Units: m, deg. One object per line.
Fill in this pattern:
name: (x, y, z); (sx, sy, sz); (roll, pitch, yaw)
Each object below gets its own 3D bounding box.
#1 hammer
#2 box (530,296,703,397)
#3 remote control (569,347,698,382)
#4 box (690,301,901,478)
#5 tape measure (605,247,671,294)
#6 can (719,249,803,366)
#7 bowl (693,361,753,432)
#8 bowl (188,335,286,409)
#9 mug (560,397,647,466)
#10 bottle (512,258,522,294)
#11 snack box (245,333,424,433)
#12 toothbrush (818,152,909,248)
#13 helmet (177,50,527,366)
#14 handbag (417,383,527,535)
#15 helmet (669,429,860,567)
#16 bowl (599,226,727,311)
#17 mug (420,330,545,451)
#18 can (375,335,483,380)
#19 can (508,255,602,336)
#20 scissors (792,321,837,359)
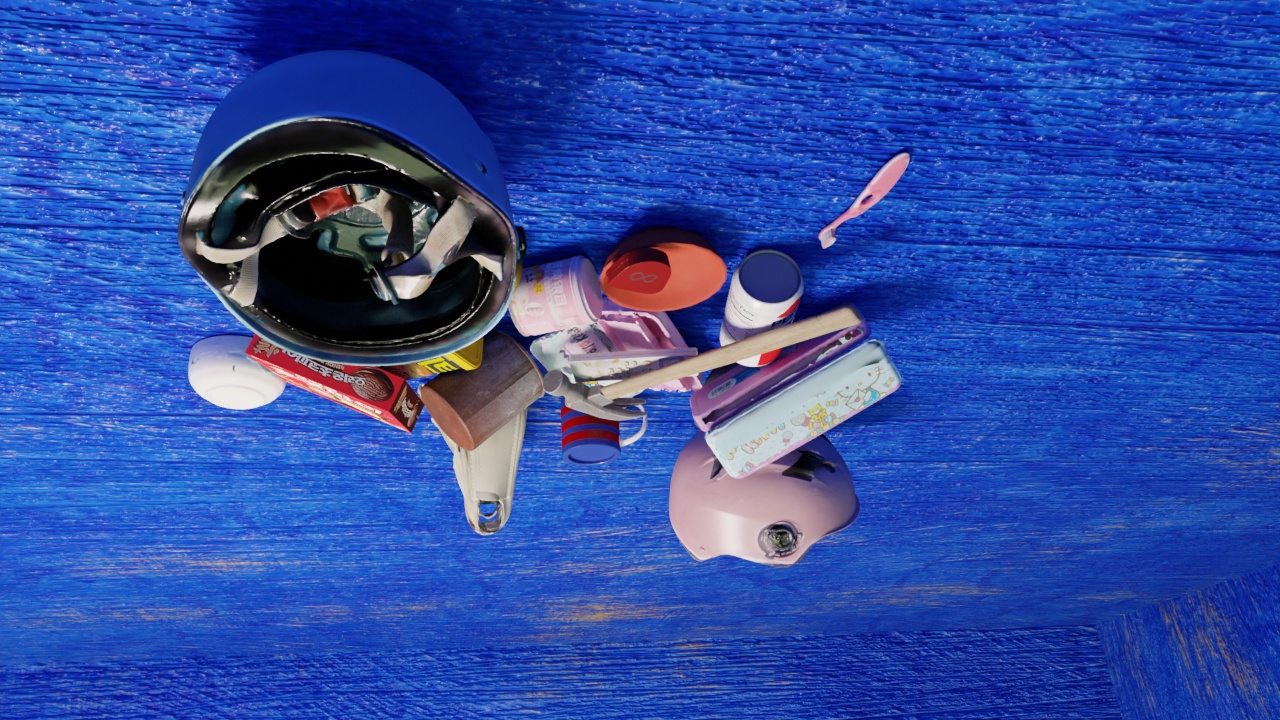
hammer: (0.064, -0.001, 0.939); (0.332, 0.030, 0.119); (-20, 148, 28)
box: (-0.020, -0.006, 1.035); (0.156, 0.058, 0.201); (-10, 153, 15)
remote control: (-0.006, 0.006, 0.983); (0.136, 0.011, 0.050); (-3, 153, 4)
box: (0.168, 0.036, 1.001); (0.214, 0.089, 0.092); (-32, 108, 10)
tape measure: (0.004, -0.083, 0.837); (0.059, 0.019, 0.052); (8, 150, -37)
can: (0.122, -0.051, 0.940); (0.070, 0.070, 0.132); (-3, 153, -3)
bowl: (0.134, 0.036, 1.119); (0.145, 0.067, 0.145); (-3, 153, -2)
bowl: (-0.445, 0.019, 1.016); (0.105, 0.054, 0.105); (-3, 152, -2)
mug: (-0.046, 0.086, 1.180); (0.112, 0.076, 0.075); (-5, 153, 2)
bottle: (-0.197, -0.100, 0.815); (0.186, 0.053, 0.053); (16, 147, -34)
snack box: (-0.312, 0.021, 0.958); (0.152, 0.035, 0.133); (22, 166, 1)
toothbrush: (0.200, -0.143, 0.830); (0.021, 0.016, 0.135); (7, 152, -21)
helmet: (-0.197, -0.108, 0.668); (0.225, 0.166, 0.266); (-4, 145, -4)
handbag: (-0.210, 0.123, 1.137); (0.132, 0.184, 0.229); (2, 169, -7)
helmet: (0.162, 0.154, 1.228); (0.256, 0.229, 0.153); (0, 111, 15)
bowl: (0.021, -0.092, 0.883); (0.122, 0.035, 0.122); (-3, 153, -2)
mug: (-0.182, 0.028, 1.002); (0.123, 0.110, 0.096); (24, 139, 41)
can: (-0.235, -0.035, 0.921); (0.101, 0.072, 0.131); (-12, 152, 20)
can: (-0.082, -0.063, 0.892); (0.076, 0.067, 0.067); (-11, 153, 14)
scissors: (0.190, -0.025, 1.060); (0.121, 0.019, 0.150); (-17, 149, 26)
